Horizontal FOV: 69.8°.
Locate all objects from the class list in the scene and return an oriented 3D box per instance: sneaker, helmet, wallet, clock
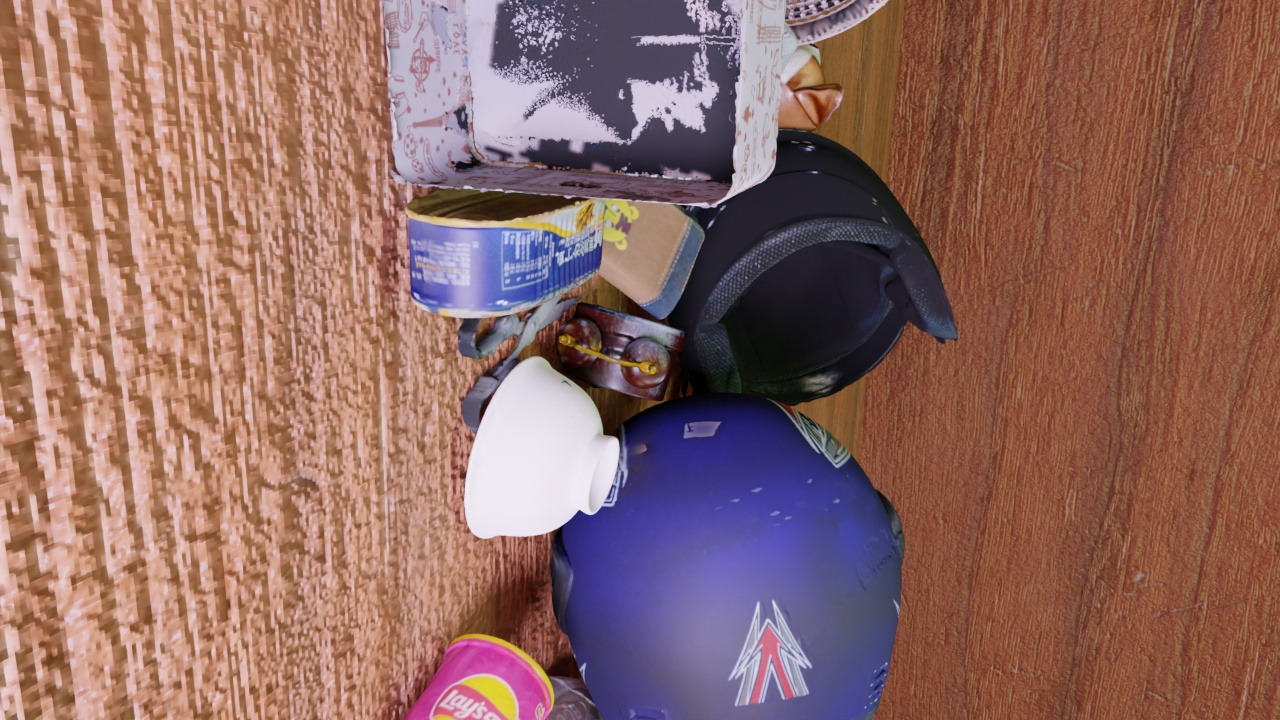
[{"bbox_3d":[-0.054,0.280,0.631,0.242,0.091,0.089,21,79,-71],"label":"sneaker"},{"bbox_3d":[0.056,0.146,0.686,0.316,0.247,0.240,122,-39,-80],"label":"helmet"},{"bbox_3d":[-0.012,-0.094,0.621,0.115,0.033,0.090,35,59,-28],"label":"wallet"},{"bbox_3d":[-0.014,-0.006,0.641,0.122,0.082,0.055,2,105,-82],"label":"clock"},{"bbox_3d":[0.136,-0.068,0.827,0.275,0.233,0.230,62,10,-62],"label":"helmet"}]

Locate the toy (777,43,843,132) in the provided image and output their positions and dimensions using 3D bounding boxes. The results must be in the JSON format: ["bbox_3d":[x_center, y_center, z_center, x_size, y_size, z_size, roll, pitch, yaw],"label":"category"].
[{"bbox_3d":[0.128,-0.237,0.865,0.130,0.140,0.199,-58,169,-7],"label":"toy"}]

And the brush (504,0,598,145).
[{"bbox_3d":[-0.046,-0.170,0.520,0.144,0.055,0.073,82,10,-47],"label":"brush"}]

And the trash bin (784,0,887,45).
[{"bbox_3d":[0.110,-0.378,0.706,0.191,0.227,0.228,-75,163,-57],"label":"trash bin"}]

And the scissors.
[{"bbox_3d":[-0.074,-0.015,0.589,0.168,0.014,0.156,50,51,-71],"label":"scissors"}]

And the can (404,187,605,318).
[{"bbox_3d":[-0.068,-0.066,0.491,0.147,0.075,0.049,-40,137,-61],"label":"can"}]

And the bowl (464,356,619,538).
[{"bbox_3d":[-0.052,0.062,0.569,0.118,0.065,0.118,16,89,-74],"label":"bowl"}]

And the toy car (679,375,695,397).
[{"bbox_3d":[0.060,0.029,0.941,0.122,0.037,0.056,-80,167,-48],"label":"toy car"}]

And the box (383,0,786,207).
[{"bbox_3d":[-0.029,-0.202,0.391,0.105,0.179,0.261,-44,137,-60],"label":"box"}]

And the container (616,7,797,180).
[{"bbox_3d":[0.030,-0.181,0.575,0.089,0.090,0.112,-24,164,-28],"label":"container"}]

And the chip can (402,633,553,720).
[{"bbox_3d":[-0.120,0.238,0.459,0.209,0.071,0.071,-54,146,-53],"label":"chip can"}]

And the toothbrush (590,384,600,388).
[{"bbox_3d":[-0.005,0.005,0.780,0.180,0.016,0.018,-24,113,-68],"label":"toothbrush"}]
